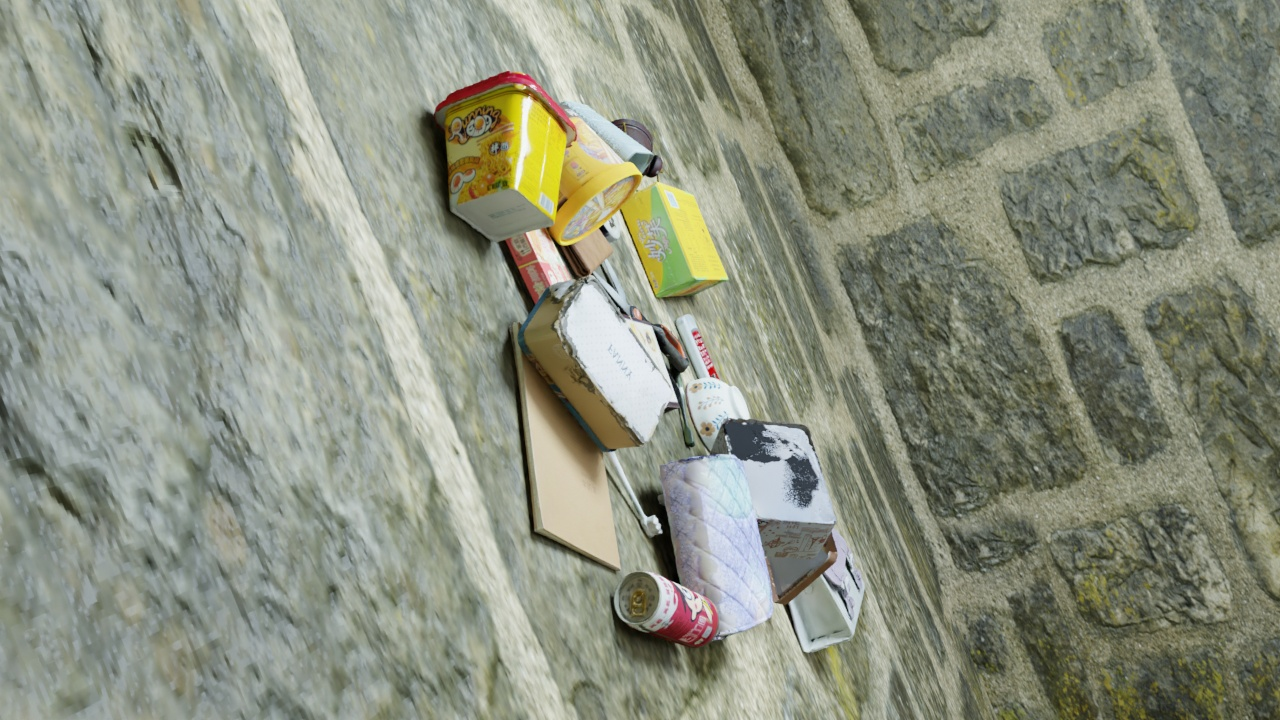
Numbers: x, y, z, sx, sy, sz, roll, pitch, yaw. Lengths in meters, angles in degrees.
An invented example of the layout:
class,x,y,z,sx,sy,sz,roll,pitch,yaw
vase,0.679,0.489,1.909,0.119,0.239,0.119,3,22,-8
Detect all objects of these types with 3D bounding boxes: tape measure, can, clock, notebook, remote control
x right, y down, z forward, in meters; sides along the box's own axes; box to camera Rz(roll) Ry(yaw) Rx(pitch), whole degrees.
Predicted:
class,x,y,z,sx,sy,sz,roll,pitch,yaw
tape measure,-0.054,-0.180,1.179,0.066,0.034,0.065,61,21,-15
can,0.027,0.241,0.886,0.132,0.053,0.053,41,32,-53
clock,-0.016,-0.294,1.337,0.122,0.082,0.055,50,30,-39
notebook,-0.070,0.083,0.873,0.149,0.012,0.211,43,30,-53
remote control,0.091,-0.006,1.394,0.136,0.020,0.055,67,20,0

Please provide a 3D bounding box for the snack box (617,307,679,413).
class,x,y,z,sx,sy,sz,roll,pitch,yaw
snack box,-0.006,0.006,1.065,0.125,0.053,0.113,10,59,-67

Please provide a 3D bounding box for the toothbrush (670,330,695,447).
class,x,y,z,sx,sy,sz,roll,pitch,yaw
toothbrush,0.054,0.036,1.258,0.017,0.012,0.185,51,24,-53

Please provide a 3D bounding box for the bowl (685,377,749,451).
class,x,y,z,sx,sy,sz,roll,pitch,yaw
bowl,0.117,0.073,1.312,0.113,0.062,0.113,55,22,-35

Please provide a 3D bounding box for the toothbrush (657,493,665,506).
class,x,y,z,sx,sy,sz,roll,pitch,yaw
toothbrush,0.064,0.192,1.107,0.181,0.018,0.015,45,29,-52

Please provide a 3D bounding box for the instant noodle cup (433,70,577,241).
class,x,y,z,sx,sy,sz,roll,pitch,yaw
instant noodle cup,-0.130,-0.191,0.883,0.116,0.116,0.123,35,48,-56

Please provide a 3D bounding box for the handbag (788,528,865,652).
class,x,y,z,sx,sy,sz,roll,pitch,yaw
handbag,0.276,0.335,1.403,0.145,0.099,0.196,62,18,2

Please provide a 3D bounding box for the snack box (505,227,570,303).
class,x,y,z,sx,sy,sz,roll,pitch,yaw
snack box,-0.091,-0.074,0.952,0.153,0.025,0.075,65,14,0

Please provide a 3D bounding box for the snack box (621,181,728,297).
class,x,y,z,sx,sy,sz,roll,pitch,yaw
snack box,0.055,-0.182,1.420,0.157,0.070,0.209,68,19,2

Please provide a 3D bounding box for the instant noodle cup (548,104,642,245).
class,x,y,z,sx,sy,sz,roll,pitch,yaw
instant noodle cup,-0.079,-0.206,1.006,0.114,0.119,0.118,50,18,6

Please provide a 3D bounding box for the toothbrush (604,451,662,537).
class,x,y,z,sx,sy,sz,roll,pitch,yaw
toothbrush,-0.020,0.112,0.947,0.016,0.016,0.180,-76,143,-62

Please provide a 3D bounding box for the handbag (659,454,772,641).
class,x,y,z,sx,sy,sz,roll,pitch,yaw
handbag,0.082,0.204,1.018,0.134,0.076,0.193,11,66,-63

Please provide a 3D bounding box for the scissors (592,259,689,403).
class,x,y,z,sx,sy,sz,roll,pitch,yaw
scissors,0.005,-0.036,1.184,0.221,0.022,0.210,31,43,-52

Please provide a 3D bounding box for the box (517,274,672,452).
class,x,y,z,sx,sy,sz,roll,pitch,yaw
box,-0.037,0.010,0.890,0.184,0.060,0.089,58,43,-31

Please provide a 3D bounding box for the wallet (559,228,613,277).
class,x,y,z,sx,sy,sz,roll,pitch,yaw
wallet,-0.080,-0.161,1.099,0.115,0.020,0.101,58,23,-12

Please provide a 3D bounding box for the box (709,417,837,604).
class,x,y,z,sx,sy,sz,roll,pitch,yaw
box,0.166,0.206,1.239,0.182,0.156,0.194,-97,-160,-48

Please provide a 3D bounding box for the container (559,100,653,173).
class,x,y,z,sx,sy,sz,roll,pitch,yaw
container,-0.061,-0.249,1.108,0.111,0.090,0.090,42,20,7
